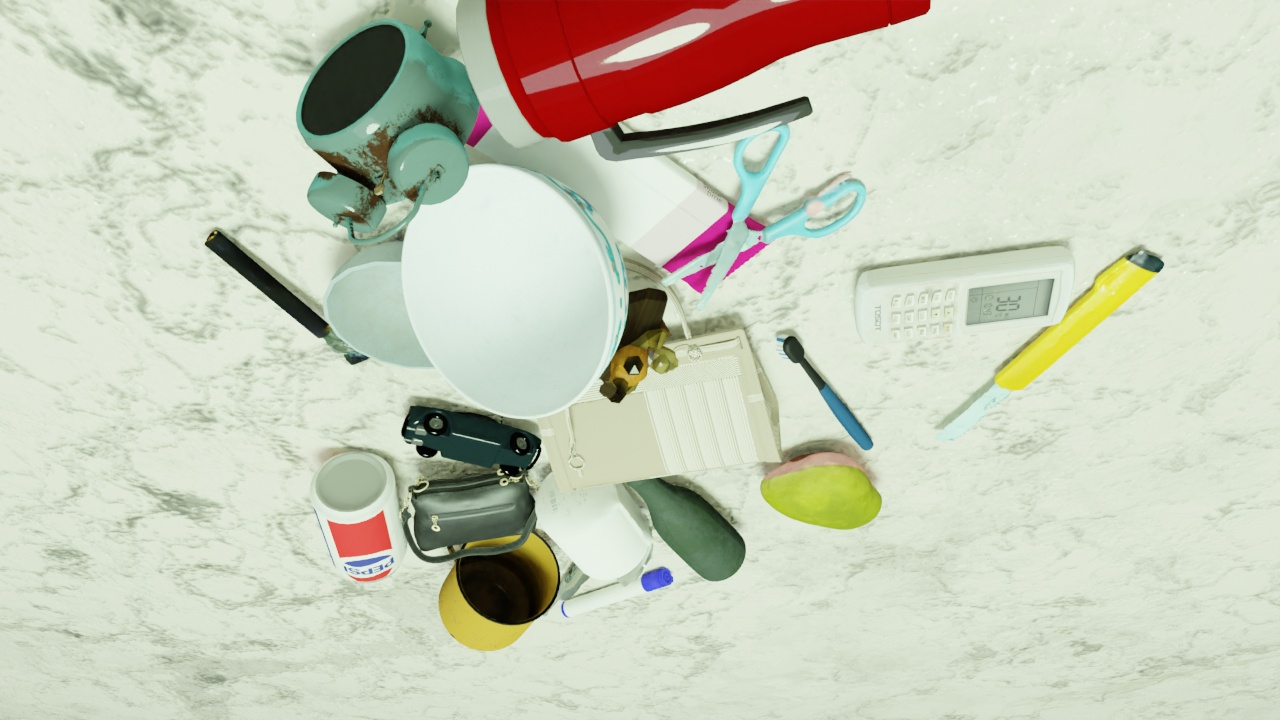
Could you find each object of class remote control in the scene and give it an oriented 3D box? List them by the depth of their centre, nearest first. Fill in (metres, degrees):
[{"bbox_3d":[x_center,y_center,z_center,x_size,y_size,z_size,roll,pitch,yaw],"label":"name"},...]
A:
[{"bbox_3d":[0.212,-0.042,0.608,0.138,0.025,0.060,-7,141,10],"label":"remote control"}]

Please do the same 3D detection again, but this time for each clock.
[{"bbox_3d":[-0.127,-0.112,0.454,0.090,0.124,0.053,-19,146,23],"label":"clock"}]

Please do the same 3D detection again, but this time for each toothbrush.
[{"bbox_3d":[0.145,0.028,0.706,0.014,0.014,0.167,15,159,43],"label":"toothbrush"},{"bbox_3d":[-0.074,0.236,0.972,0.024,0.022,0.186,17,140,-14],"label":"toothbrush"}]

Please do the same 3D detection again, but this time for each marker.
[{"bbox_3d":[-0.027,0.252,0.990,0.142,0.020,0.020,-26,134,30],"label":"marker"}]

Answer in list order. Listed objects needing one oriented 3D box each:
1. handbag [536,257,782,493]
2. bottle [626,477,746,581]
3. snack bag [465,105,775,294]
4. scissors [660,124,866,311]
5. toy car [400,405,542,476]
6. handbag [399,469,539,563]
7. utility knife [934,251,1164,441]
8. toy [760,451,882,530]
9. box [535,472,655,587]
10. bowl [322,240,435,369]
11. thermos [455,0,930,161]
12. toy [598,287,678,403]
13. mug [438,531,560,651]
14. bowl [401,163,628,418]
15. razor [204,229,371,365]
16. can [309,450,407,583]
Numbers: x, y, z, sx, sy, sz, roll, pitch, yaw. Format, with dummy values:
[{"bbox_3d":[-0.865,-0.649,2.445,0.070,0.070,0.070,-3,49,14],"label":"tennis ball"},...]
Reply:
[{"bbox_3d":[-0.004,0.004,0.664,0.176,0.062,0.198,-10,132,14],"label":"handbag"},{"bbox_3d":[0.034,0.137,0.817,0.055,0.055,0.174,-19,136,24],"label":"bottle"},{"bbox_3d":[-0.009,-0.103,0.546,0.196,0.016,0.070,29,130,-30],"label":"snack bag"},{"bbox_3d":[0.062,-0.087,0.547,0.141,0.015,0.111,-30,130,8],"label":"scissors"},{"bbox_3d":[-0.136,0.063,0.744,0.112,0.034,0.046,15,139,-15],"label":"toy car"},{"bbox_3d":[-0.146,0.129,0.804,0.128,0.054,0.079,-8,136,-7],"label":"handbag"},{"bbox_3d":[0.285,-0.001,0.663,0.030,0.019,0.224,19,134,-12],"label":"utility knife"},{"bbox_3d":[0.160,0.115,0.787,0.090,0.051,0.110,-26,137,33],"label":"toy"},{"bbox_3d":[-0.030,0.150,0.818,0.089,0.080,0.143,-24,139,2],"label":"box"},{"bbox_3d":[-0.152,-0.042,0.610,0.106,0.039,0.106,1,141,1],"label":"bowl"},{"bbox_3d":[0.026,-0.153,0.422,0.199,0.083,0.108,-14,117,16],"label":"thermos"},{"bbox_3d":[-0.006,-0.005,0.571,0.062,0.100,0.076,28,120,-6],"label":"toy"},{"bbox_3d":[-0.149,0.215,0.897,0.123,0.100,0.094,47,139,10],"label":"mug"},{"bbox_3d":[-0.060,-0.046,0.537,0.144,0.074,0.144,10,111,27],"label":"bowl"},{"bbox_3d":[-0.237,-0.038,0.631,0.043,0.022,0.144,-23,135,26],"label":"razor"},{"bbox_3d":[-0.249,0.142,0.820,0.070,0.070,0.132,5,141,-4],"label":"can"}]
